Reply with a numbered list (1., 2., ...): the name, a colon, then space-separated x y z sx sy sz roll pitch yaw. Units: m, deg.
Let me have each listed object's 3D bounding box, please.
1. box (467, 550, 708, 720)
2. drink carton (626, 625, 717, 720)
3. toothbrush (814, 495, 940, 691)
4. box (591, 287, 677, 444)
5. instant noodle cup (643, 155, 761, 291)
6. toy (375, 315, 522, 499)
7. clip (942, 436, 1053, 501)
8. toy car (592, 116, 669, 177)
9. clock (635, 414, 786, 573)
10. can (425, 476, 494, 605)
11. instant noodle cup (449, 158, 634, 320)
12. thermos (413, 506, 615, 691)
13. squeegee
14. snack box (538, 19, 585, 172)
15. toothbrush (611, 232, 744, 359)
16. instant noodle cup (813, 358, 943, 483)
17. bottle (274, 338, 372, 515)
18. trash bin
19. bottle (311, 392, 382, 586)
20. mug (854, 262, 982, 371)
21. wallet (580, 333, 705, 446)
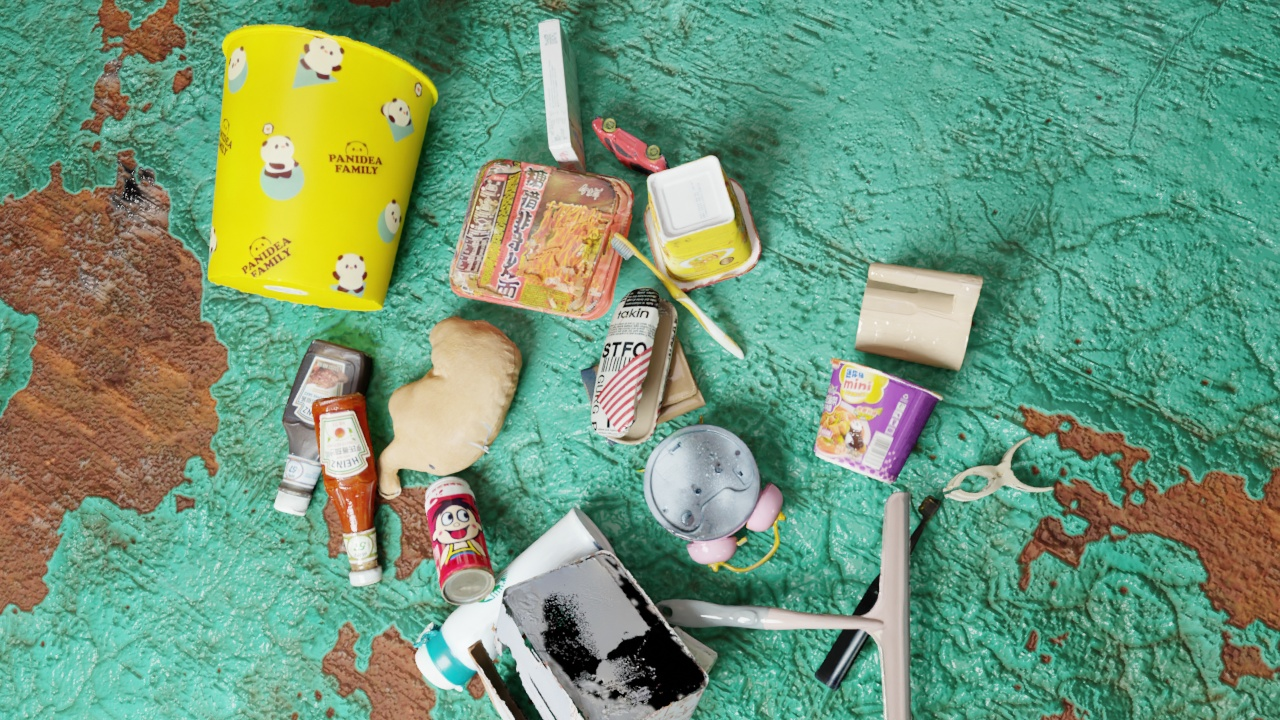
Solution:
1. box: -0.061 0.325 0.869 0.156 0.193 0.183 -15 45 -33
2. drink carton: 0.022 0.330 0.908 0.053 0.045 0.122 32 86 15
3. toothbrush: 0.236 0.225 0.899 0.027 0.026 0.212 34 85 -22
4. box: -0.003 0.008 0.957 0.075 0.081 0.163 -3 70 40
5. instant noodle cup: 0.060 -0.147 0.963 0.116 0.123 0.116 -16 75 6
6. toy: -0.214 0.061 0.998 0.143 0.082 0.226 28 86 36
7. clip: 0.346 0.112 0.900 0.097 0.034 0.061 -18 74 1
8. toy car: -0.013 -0.238 1.036 0.106 0.049 0.031 37 85 15
9. clock: 0.076 0.141 0.932 0.117 0.060 0.158 -39 72 0
10. can: -0.188 0.183 0.946 0.053 0.053 0.132 -30 42 3
11. instant noodle cup: -0.102 -0.129 1.013 0.189 0.079 0.164 12 81 14
12. thermos: -0.133 0.246 0.944 0.224 0.073 0.073 -41 74 1
13. squeegee: 0.132 0.247 0.878 0.250 0.040 0.247 0 82 13
14. snack box: -0.088 -0.296 1.043 0.027 0.085 0.156 -7 77 8
15. toothbrush: 0.040 -0.065 0.970 0.191 0.016 0.018 44 80 -7
16. instant noodle cup: 0.225 0.062 0.901 0.111 0.111 0.099 21 92 14
17. bottle: -0.366 0.076 1.038 0.080 0.044 0.194 15 82 6
18. trash bin: -0.357 -0.196 1.012 0.230 0.229 0.255 6 85 12
19. bottle: -0.312 0.139 0.992 0.060 0.059 0.206 -9 91 9
20. mug: 0.272 -0.049 0.904 0.103 0.125 0.084 11 62 15
21. wallet: 0.002 0.031 0.985 0.115 0.033 0.090 -22 74 2
